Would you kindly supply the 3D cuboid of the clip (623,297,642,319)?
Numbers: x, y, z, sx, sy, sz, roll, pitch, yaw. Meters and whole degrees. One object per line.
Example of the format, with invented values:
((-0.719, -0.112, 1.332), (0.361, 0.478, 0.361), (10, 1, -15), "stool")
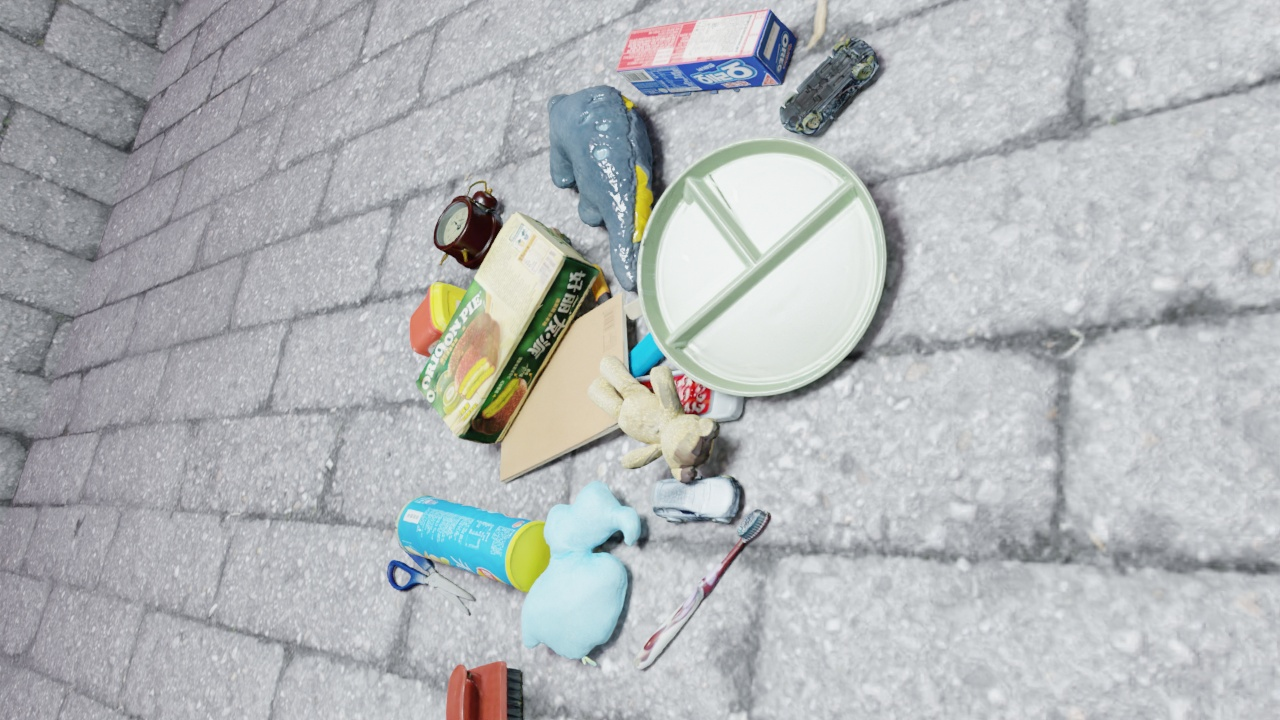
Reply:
((0.031, -0.072, 0.915), (0.100, 0.034, 0.070), (-23, 20, 42), "clip")

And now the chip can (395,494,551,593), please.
((-0.176, 0.192, 0.980), (0.211, 0.071, 0.071), (2, 73, 45), "chip can")

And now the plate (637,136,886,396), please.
((0.104, -0.082, 0.813), (0.231, 0.027, 0.230), (-1, 88, 27), "plate")

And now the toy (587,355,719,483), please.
((0.008, 0.049, 0.850), (0.157, 0.066, 0.105), (36, 108, 38), "toy")

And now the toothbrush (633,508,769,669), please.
((0.050, 0.200, 0.798), (0.188, 0.017, 0.016), (-52, 44, 12), "toothbrush")

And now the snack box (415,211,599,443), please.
((-0.153, -0.035, 1.028), (0.114, 0.063, 0.240), (42, 107, 39), "snack box")

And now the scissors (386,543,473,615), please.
((-0.239, 0.240, 1.060), (0.174, 0.012, 0.126), (-17, 61, 36), "scissors")

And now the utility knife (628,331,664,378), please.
((-0.006, 0.005, 0.939), (0.161, 0.018, 0.034), (-45, 44, 22), "utility knife")

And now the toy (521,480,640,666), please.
((-0.058, 0.207, 0.873), (0.162, 0.049, 0.156), (-33, 61, 18), "toy")

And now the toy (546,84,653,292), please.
((-0.047, -0.235, 1.044), (0.356, 0.091, 0.138), (65, 145, 40), "toy")

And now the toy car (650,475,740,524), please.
((0.048, 0.123, 0.824), (0.091, 0.034, 0.042), (-6, 65, 40), "toy car")

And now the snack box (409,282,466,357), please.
((-0.232, -0.040, 1.123), (0.080, 0.091, 0.082), (-37, 49, 35), "snack box")

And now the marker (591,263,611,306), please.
((-0.038, -0.060, 1.000), (0.018, 0.015, 0.123), (-43, 49, 27), "marker")

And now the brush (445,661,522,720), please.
((-0.153, 0.367, 0.879), (0.063, 0.069, 0.145), (-27, 55, 34), "brush")

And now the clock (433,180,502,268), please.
((-0.223, -0.179, 1.200), (0.082, 0.055, 0.121), (-2, 69, 43), "clock")

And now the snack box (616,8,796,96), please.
((0.067, -0.328, 0.990), (0.208, 0.057, 0.058), (12, 78, 46), "snack box")

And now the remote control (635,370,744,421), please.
((0.040, 0.036, 0.879), (0.136, 0.020, 0.055), (-10, 64, 41), "remote control")

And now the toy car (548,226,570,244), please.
((-0.100, -0.116, 1.070), (0.042, 0.035, 0.090), (-44, 50, 24), "toy car")

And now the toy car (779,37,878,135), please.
((0.178, -0.256, 0.869), (0.106, 0.031, 0.049), (-43, 47, 20), "toy car")

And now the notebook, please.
((-0.086, 0.032, 0.993), (0.212, 0.012, 0.149), (-29, 53, 39), "notebook")
